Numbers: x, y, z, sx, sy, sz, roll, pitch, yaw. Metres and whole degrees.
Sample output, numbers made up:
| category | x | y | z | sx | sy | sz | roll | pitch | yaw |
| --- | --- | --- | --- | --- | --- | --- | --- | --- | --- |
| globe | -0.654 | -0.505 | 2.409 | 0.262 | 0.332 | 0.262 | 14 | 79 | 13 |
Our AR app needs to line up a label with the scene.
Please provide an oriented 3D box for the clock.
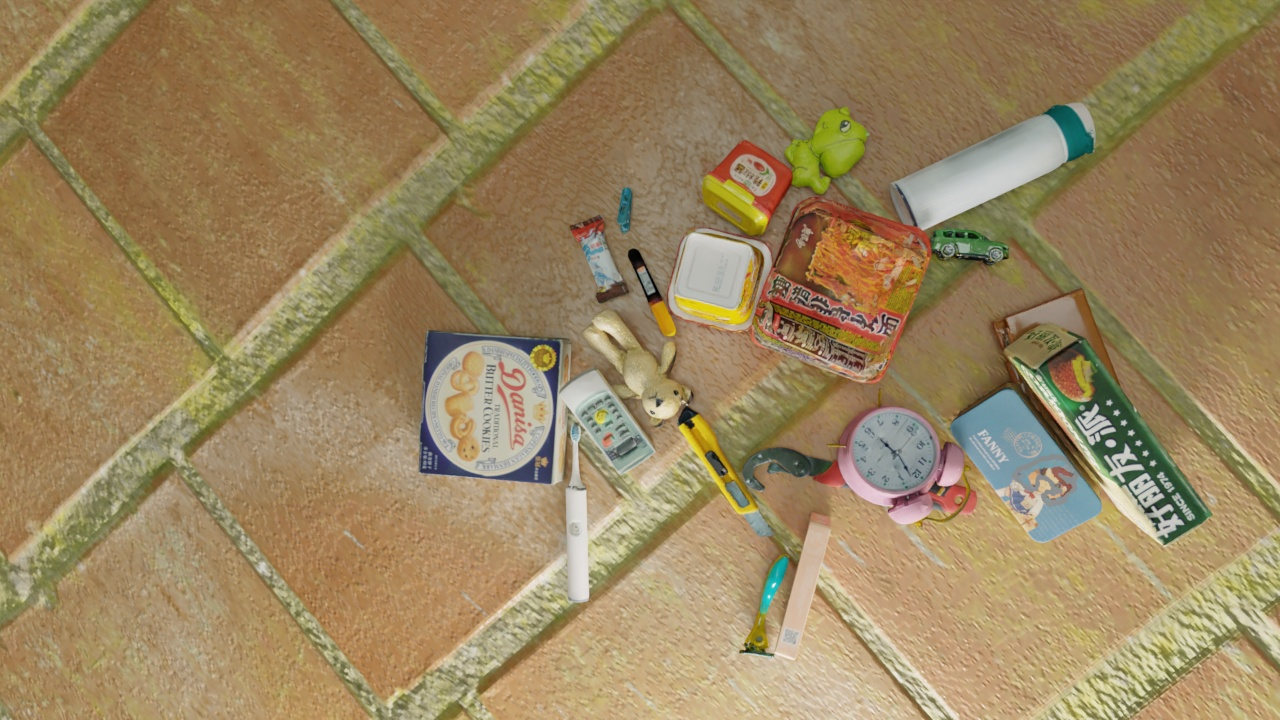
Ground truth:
| category | x | y | z | sx | sy | sz | roll | pitch | yaw |
| --- | --- | --- | --- | --- | --- | --- | --- | --- | --- |
| clock | 0.302 | 0.119 | 1.050 | 0.158 | 0.060 | 0.117 | 42 | 85 | 12 |

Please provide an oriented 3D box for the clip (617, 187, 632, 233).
| category | x | y | z | sx | sy | sz | roll | pitch | yaw |
| --- | --- | --- | --- | --- | --- | --- | --- | --- | --- |
| clip | -0.019 | -0.188 | 1.135 | 0.013 | 0.034 | 0.055 | 6 | 75 | 8 |

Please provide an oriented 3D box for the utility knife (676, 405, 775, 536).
| category | x | y | z | sx | sy | sz | roll | pitch | yaw |
| --- | --- | --- | --- | --- | --- | --- | --- | --- | --- |
| utility knife | 0.104 | 0.137 | 1.117 | 0.033 | 0.015 | 0.190 | -35 | 85 | 10 |

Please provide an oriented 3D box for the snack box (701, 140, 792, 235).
| category | x | y | z | sx | sy | sz | roll | pitch | yaw |
| --- | --- | --- | --- | --- | --- | --- | --- | --- | --- |
| snack box | 0.128 | -0.205 | 1.086 | 0.091 | 0.082 | 0.080 | 36 | 82 | 7 |

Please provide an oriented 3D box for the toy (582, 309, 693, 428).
| category | x | y | z | sx | sy | sz | roll | pitch | yaw |
| --- | --- | --- | --- | --- | --- | --- | --- | --- | --- |
| toy | -0.007 | 0.006 | 1.110 | 0.105 | 0.066 | 0.157 | -41 | 90 | 12 |

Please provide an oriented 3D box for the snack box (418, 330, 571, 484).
| category | x | y | z | sx | sy | sz | roll | pitch | yaw |
| --- | --- | --- | --- | --- | --- | --- | --- | --- | --- |
| snack box | -0.183 | 0.057 | 1.150 | 0.182 | 0.045 | 0.178 | 3 | 91 | 10 |

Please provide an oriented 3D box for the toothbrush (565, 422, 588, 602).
| category | x | y | z | sx | sy | sz | roll | pitch | yaw |
| --- | --- | --- | --- | --- | --- | --- | --- | --- | --- |
| toothbrush | -0.079 | 0.188 | 1.142 | 0.027 | 0.026 | 0.221 | -1 | 90 | -2 |

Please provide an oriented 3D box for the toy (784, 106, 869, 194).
| category | x | y | z | sx | sy | sz | roll | pitch | yaw |
| --- | --- | --- | --- | --- | --- | --- | --- | --- | --- |
| toy | 0.223 | -0.248 | 1.090 | 0.100 | 0.031 | 0.096 | -10 | 88 | 14 |

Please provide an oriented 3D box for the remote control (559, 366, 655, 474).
| category | x | y | z | sx | sy | sz | roll | pitch | yaw |
| --- | --- | --- | --- | --- | --- | --- | --- | --- | --- |
| remote control | -0.040 | 0.073 | 1.117 | 0.056 | 0.019 | 0.135 | -33 | 105 | 8 |

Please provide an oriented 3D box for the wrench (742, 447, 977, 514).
| category | x | y | z | sx | sy | sz | roll | pitch | yaw |
| --- | --- | --- | --- | --- | --- | --- | --- | --- | --- |
| wrench | 0.258 | 0.144 | 1.091 | 0.273 | 0.016 | 0.056 | 7 | 91 | 9 |

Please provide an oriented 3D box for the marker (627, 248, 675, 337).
| category | x | y | z | sx | sy | sz | roll | pitch | yaw |
| --- | --- | --- | --- | --- | --- | --- | --- | --- | --- |
| marker | 0.013 | -0.084 | 1.124 | 0.018 | 0.015 | 0.123 | -26 | 74 | 6 |

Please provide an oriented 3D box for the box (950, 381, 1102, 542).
| category | x | y | z | sx | sy | sz | roll | pitch | yaw |
| --- | --- | --- | --- | --- | --- | --- | --- | --- | --- |
| box | 0.429 | 0.107 | 1.030 | 0.090 | 0.063 | 0.184 | -41 | 85 | 25 |

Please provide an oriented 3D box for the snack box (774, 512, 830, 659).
| category | x | y | z | sx | sy | sz | roll | pitch | yaw |
| --- | --- | --- | --- | --- | --- | --- | --- | --- | --- |
| snack box | 0.190 | 0.260 | 1.069 | 0.026 | 0.084 | 0.157 | 15 | 93 | 12 |

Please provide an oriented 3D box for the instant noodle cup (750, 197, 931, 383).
| category | x | y | z | sx | sy | sz | roll | pitch | yaw |
| --- | --- | --- | --- | --- | --- | --- | --- | --- | --- |
| instant noodle cup | 0.230 | -0.082 | 1.065 | 0.164 | 0.079 | 0.189 | 22 | 94 | 8 |

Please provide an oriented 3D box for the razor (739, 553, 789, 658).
| category | x | y | z | sx | sy | sz | roll | pitch | yaw |
| --- | --- | --- | --- | --- | --- | --- | --- | --- | --- |
| razor | 0.154 | 0.293 | 1.102 | 0.043 | 0.028 | 0.132 | 13 | 96 | -14 |

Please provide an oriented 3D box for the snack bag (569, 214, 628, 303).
| category | x | y | z | sx | sy | sz | roll | pitch | yaw |
| --- | --- | --- | --- | --- | --- | --- | --- | --- | --- |
| snack bag | -0.051 | -0.126 | 1.138 | 0.048 | 0.026 | 0.104 | -19 | 86 | 21 |

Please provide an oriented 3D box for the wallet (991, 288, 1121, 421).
| category | x | y | z | sx | sy | sz | roll | pitch | yaw |
| --- | --- | --- | --- | --- | --- | --- | --- | --- | --- |
| wallet | 0.475 | -0.003 | 1.047 | 0.108 | 0.031 | 0.132 | -22 | 90 | 9 |

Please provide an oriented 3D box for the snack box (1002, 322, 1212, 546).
| category | x | y | z | sx | sy | sz | roll | pitch | yaw |
| --- | --- | --- | --- | --- | --- | --- | --- | --- | --- |
| snack box | 0.494 | 0.075 | 0.982 | 0.063 | 0.114 | 0.240 | -37 | 95 | 11 |

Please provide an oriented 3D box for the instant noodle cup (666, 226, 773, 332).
| category | x | y | z | sx | sy | sz | roll | pitch | yaw |
| --- | --- | --- | --- | --- | --- | --- | --- | --- | --- |
| instant noodle cup | 0.089 | -0.098 | 1.065 | 0.116 | 0.123 | 0.116 | 15 | 92 | 8 |

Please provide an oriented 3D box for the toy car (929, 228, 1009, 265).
| category | x | y | z | sx | sy | sz | roll | pitch | yaw |
| --- | --- | --- | --- | --- | --- | --- | --- | --- | --- |
| toy car | 0.378 | -0.130 | 1.058 | 0.091 | 0.043 | 0.036 | 11 | 91 | 9 |

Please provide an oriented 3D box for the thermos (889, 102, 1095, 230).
| category | x | y | z | sx | sy | sz | roll | pitch | yaw |
| --- | --- | --- | --- | --- | --- | --- | --- | --- | --- |
| thermos | 0.401 | -0.222 | 1.045 | 0.224 | 0.073 | 0.073 | -25 | 86 | 8 |
